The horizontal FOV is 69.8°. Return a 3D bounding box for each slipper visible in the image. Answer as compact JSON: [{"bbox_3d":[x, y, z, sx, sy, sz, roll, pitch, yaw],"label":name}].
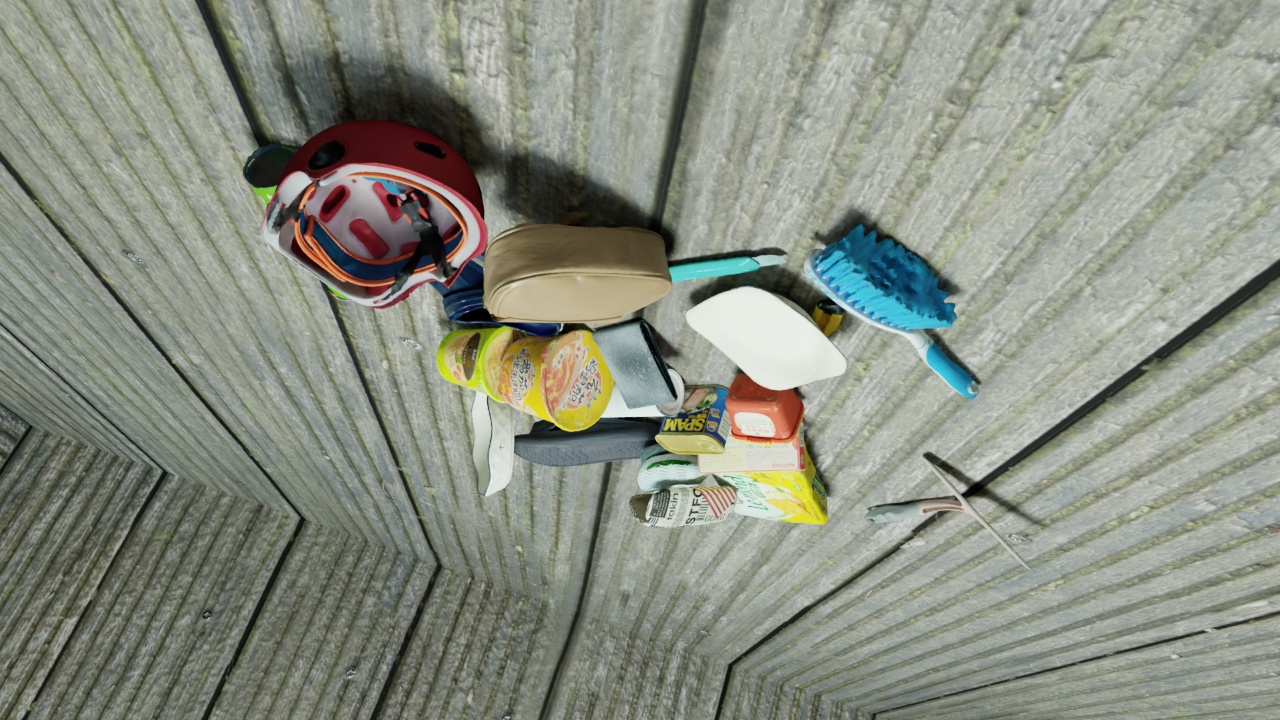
[{"bbox_3d":[0.050,0.165,1.444,0.104,0.074,0.245,-11,167,3],"label":"slipper"},{"bbox_3d":[-0.080,0.117,1.492,0.268,0.083,0.111,-4,153,4],"label":"slipper"},{"bbox_3d":[-0.213,-0.086,1.165,0.252,0.095,0.105,28,151,-24],"label":"slipper"}]

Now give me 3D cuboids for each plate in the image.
[{"bbox_3d":[0.149,-0.033,1.062,0.164,0.034,0.164,40,152,-17],"label":"plate"},{"bbox_3d":[-0.237,0.114,1.465,0.045,0.204,0.205,-2,159,-18],"label":"plate"}]

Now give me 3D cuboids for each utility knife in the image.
[{"bbox_3d":[0.081,-0.102,1.017,0.183,0.013,0.029,-3,150,40],"label":"utility knife"},{"bbox_3d":[0.206,-0.019,1.091,0.033,0.015,0.202,19,154,7],"label":"utility knife"}]

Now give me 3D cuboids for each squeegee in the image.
[{"bbox_3d":[0.430,0.228,1.391,0.247,0.040,0.250,44,153,-13],"label":"squeegee"}]

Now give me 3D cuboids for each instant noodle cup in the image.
[{"bbox_3d":[-0.229,0.000,1.332,0.124,0.111,0.111,6,152,40],"label":"instant noodle cup"},{"bbox_3d":[-0.121,0.023,1.274,0.110,0.137,0.138,7,153,42],"label":"instant noodle cup"}]

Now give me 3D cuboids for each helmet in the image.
[{"bbox_3d":[-0.269,-0.176,0.976,0.241,0.143,0.207,-18,145,26],"label":"helmet"}]

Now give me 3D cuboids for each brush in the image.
[{"bbox_3d":[0.291,-0.038,0.963,0.314,0.060,0.110,29,158,-24],"label":"brush"}]

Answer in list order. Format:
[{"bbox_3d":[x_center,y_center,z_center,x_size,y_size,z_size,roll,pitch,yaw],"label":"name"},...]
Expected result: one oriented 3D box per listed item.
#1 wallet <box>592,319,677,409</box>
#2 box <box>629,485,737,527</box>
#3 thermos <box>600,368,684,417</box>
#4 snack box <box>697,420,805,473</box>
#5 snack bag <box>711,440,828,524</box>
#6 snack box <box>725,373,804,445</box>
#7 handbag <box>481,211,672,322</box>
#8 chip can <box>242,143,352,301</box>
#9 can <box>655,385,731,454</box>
[{"bbox_3d":[-0.007,0.007,1.224,0.097,0.019,0.121,-11,108,47],"label":"wallet"},{"bbox_3d":[0.063,0.215,1.398,0.162,0.076,0.086,0,-163,-35],"label":"box"},{"bbox_3d":[-0.045,0.048,1.337,0.225,0.073,0.073,-4,146,40],"label":"thermos"},{"bbox_3d":[0.155,0.120,1.303,0.156,0.077,0.027,-6,172,30],"label":"snack box"},{"bbox_3d":[0.201,0.180,1.420,0.158,0.068,0.246,5,150,25],"label":"snack bag"},{"bbox_3d":[0.161,0.063,1.212,0.091,0.081,0.080,3,139,29],"label":"snack box"},{"bbox_3d":[-0.074,-0.097,0.999,0.204,0.099,0.148,0,159,-30],"label":"handbag"},{"bbox_3d":[-0.410,-0.168,1.159,0.072,0.072,0.236,11,152,16],"label":"chip can"},{"bbox_3d":[0.080,0.084,1.297,0.102,0.083,0.057,-4,146,39],"label":"can"}]
